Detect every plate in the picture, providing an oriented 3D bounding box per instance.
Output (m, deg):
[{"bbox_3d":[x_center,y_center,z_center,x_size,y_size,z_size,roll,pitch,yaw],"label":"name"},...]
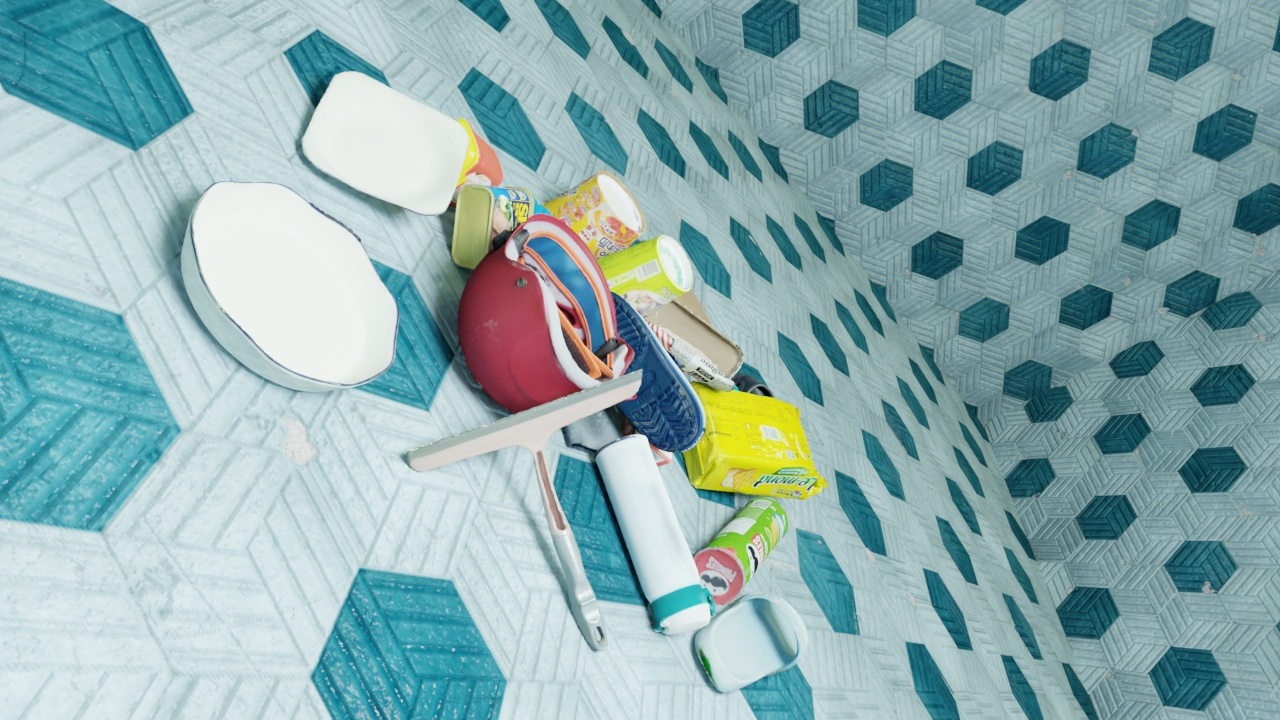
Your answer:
[{"bbox_3d":[-0.299,-0.059,0.787,0.205,0.046,0.204,44,26,-28],"label":"plate"},{"bbox_3d":[-0.278,-0.229,1.003,0.163,0.034,0.164,24,49,-19],"label":"plate"}]

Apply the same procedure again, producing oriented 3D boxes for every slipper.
[{"bbox_3d":[0.146,0.332,1.110,0.245,0.074,0.104,5,54,-59],"label":"slipper"},{"bbox_3d":[-0.007,0.007,1.145,0.253,0.105,0.095,48,10,15],"label":"slipper"},{"bbox_3d":[0.187,0.094,1.480,0.110,0.083,0.267,53,25,-12],"label":"slipper"}]

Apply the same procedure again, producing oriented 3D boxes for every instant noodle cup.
[{"bbox_3d":[-0.066,-0.199,1.328,0.138,0.110,0.137,41,29,-29],"label":"instant noodle cup"},{"bbox_3d":[-0.001,-0.105,1.206,0.111,0.124,0.111,39,39,-41],"label":"instant noodle cup"}]

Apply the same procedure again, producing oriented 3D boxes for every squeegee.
[{"bbox_3d":[-0.077,0.163,0.892,0.247,0.040,0.249,-19,95,-27],"label":"squeegee"}]

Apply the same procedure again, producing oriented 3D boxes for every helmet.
[{"bbox_3d":[-0.113,-0.038,0.992,0.207,0.144,0.239,50,20,-33],"label":"helmet"}]

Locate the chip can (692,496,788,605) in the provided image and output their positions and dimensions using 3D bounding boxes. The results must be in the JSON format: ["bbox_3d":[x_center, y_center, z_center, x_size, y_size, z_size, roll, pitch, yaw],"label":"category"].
[{"bbox_3d":[0.135,0.242,1.204,0.072,0.072,0.235,59,23,5],"label":"chip can"}]

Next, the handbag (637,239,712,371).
[{"bbox_3d":[0.036,-0.079,1.395,0.204,0.100,0.147,61,16,9],"label":"handbag"}]

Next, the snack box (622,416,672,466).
[{"bbox_3d":[0.015,0.056,1.222,0.077,0.027,0.155,41,40,-36],"label":"snack box"}]

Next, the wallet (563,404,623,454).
[{"bbox_3d":[-0.060,0.073,1.115,0.120,0.019,0.097,26,40,-52],"label":"wallet"}]

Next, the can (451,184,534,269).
[{"bbox_3d":[-0.175,-0.157,1.087,0.083,0.057,0.102,-13,114,-63],"label":"can"}]

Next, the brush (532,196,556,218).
[{"bbox_3d":[-0.082,-0.086,1.236,0.314,0.061,0.109,46,31,-29],"label":"brush"}]

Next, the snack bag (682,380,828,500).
[{"bbox_3d":[0.159,0.115,1.332,0.246,0.068,0.157,11,48,-32],"label":"snack bag"}]

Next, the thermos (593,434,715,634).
[{"bbox_3d":[0.017,0.197,1.037,0.073,0.073,0.224,17,45,-55],"label":"thermos"}]

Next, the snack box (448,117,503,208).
[{"bbox_3d":[-0.218,-0.230,1.105,0.080,0.091,0.082,29,35,-59],"label":"snack box"}]

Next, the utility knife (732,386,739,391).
[{"bbox_3d":[0.109,0.015,1.450,0.182,0.013,0.029,43,37,17],"label":"utility knife"}]

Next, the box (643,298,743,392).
[{"bbox_3d":[0.072,-0.021,1.274,0.162,0.076,0.086,38,9,-12],"label":"box"}]
